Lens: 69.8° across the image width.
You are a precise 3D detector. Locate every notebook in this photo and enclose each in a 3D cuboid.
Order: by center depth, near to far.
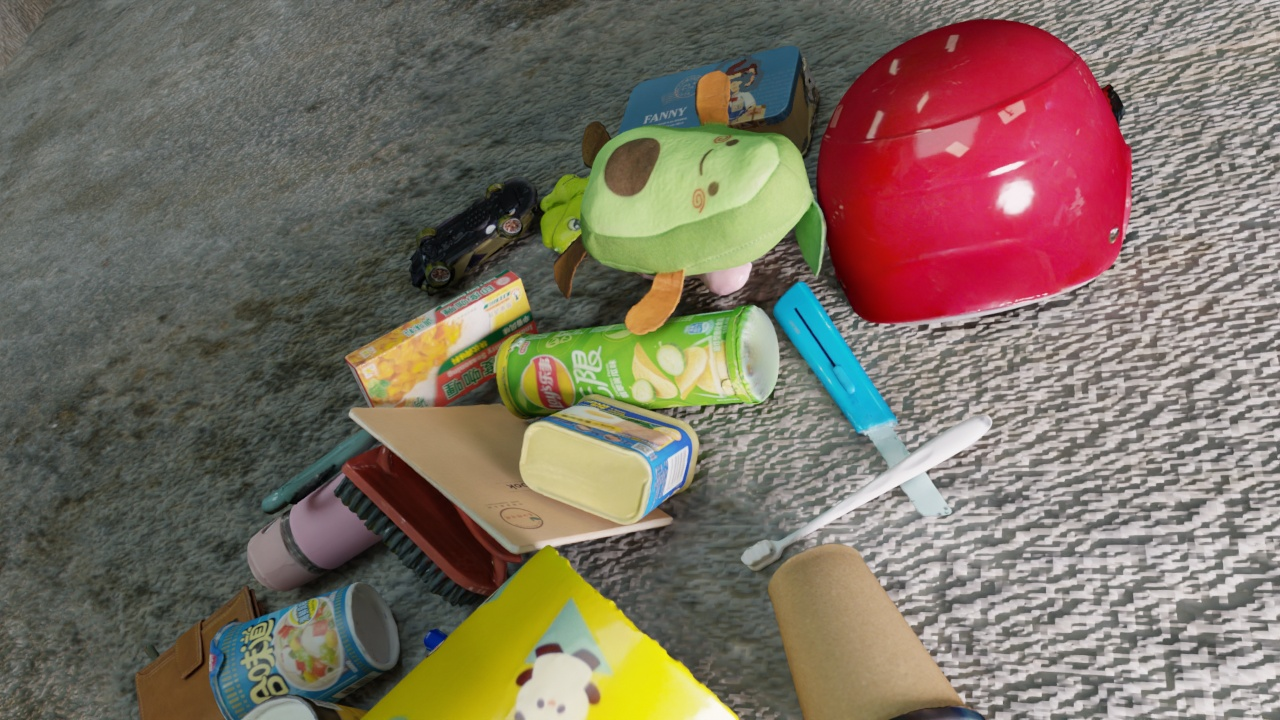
[{"bbox_3d":[-0.097,0.076,0.666,0.208,0.147,0.008,28,108,40],"label":"notebook"}]

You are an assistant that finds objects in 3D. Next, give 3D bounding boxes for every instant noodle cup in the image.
[{"bbox_3d":[-0.207,0.281,0.606,0.119,0.114,0.118,-17,51,21],"label":"instant noodle cup"},{"bbox_3d":[-0.247,0.222,0.693,0.110,0.099,0.099,-25,48,4],"label":"instant noodle cup"}]

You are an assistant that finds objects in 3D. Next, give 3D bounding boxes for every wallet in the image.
[{"bbox_3d":[-0.369,0.267,0.778,0.130,0.035,0.119,-39,52,2],"label":"wallet"}]

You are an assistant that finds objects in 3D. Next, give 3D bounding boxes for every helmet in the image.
[{"bbox_3d":[0.215,-0.153,0.630,0.207,0.144,0.239,-9,53,30],"label":"helmet"}]

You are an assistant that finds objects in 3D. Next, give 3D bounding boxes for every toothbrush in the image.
[{"bbox_3d":[0.140,0.084,0.580,0.180,0.016,0.016,-34,55,14],"label":"toothbrush"}]

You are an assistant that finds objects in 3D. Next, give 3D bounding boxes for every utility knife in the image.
[{"bbox_3d":[0.148,0.023,0.630,0.034,0.018,0.218,-33,48,7],"label":"utility knife"}]

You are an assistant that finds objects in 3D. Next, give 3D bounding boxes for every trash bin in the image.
[{"bbox_3d":[-0.068,0.252,0.474,0.255,0.230,0.230,-47,46,-12],"label":"trash bin"}]

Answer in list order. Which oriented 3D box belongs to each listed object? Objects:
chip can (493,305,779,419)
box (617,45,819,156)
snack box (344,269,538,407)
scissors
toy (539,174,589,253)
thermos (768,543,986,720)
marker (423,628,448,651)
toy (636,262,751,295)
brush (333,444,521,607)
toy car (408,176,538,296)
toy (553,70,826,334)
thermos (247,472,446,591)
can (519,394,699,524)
[{"bbox_3d":[-0.004,0.004,0.702,0.222,0.072,0.072,-6,56,30],"label":"chip can"},{"bbox_3d":[0.064,-0.216,0.824,0.185,0.061,0.089,-4,56,28],"label":"box"},{"bbox_3d":[-0.160,-0.007,0.769,0.155,0.077,0.027,-32,41,-23],"label":"snack box"},{"bbox_3d":[-0.241,0.072,0.787,0.179,0.019,0.144,-38,10,-31],"label":"scissors"},{"bbox_3d":[-0.064,-0.138,0.869,0.097,0.031,0.100,5,57,35],"label":"toy"},{"bbox_3d":[0.121,0.173,0.497,0.093,0.093,0.143,-32,40,9],"label":"thermos"},{"bbox_3d":[-0.101,0.222,0.647,0.146,0.017,0.016,13,66,38],"label":"marker"},{"bbox_3d":[0.048,-0.111,0.762,0.121,0.054,0.159,-52,46,1],"label":"toy"},{"bbox_3d":[-0.154,0.118,0.687,0.146,0.063,0.069,44,108,6],"label":"brush"},{"bbox_3d":[-0.166,-0.124,0.915,0.158,0.042,0.070,-33,47,10],"label":"toy car"},{"bbox_3d":[0.025,-0.122,0.693,0.247,0.090,0.226,3,73,40],"label":"toy"},{"bbox_3d":[-0.236,0.121,0.778,0.199,0.067,0.087,-33,15,10],"label":"thermos"},{"bbox_3d":[-0.022,0.067,0.639,0.102,0.083,0.057,17,106,21],"label":"can"}]
